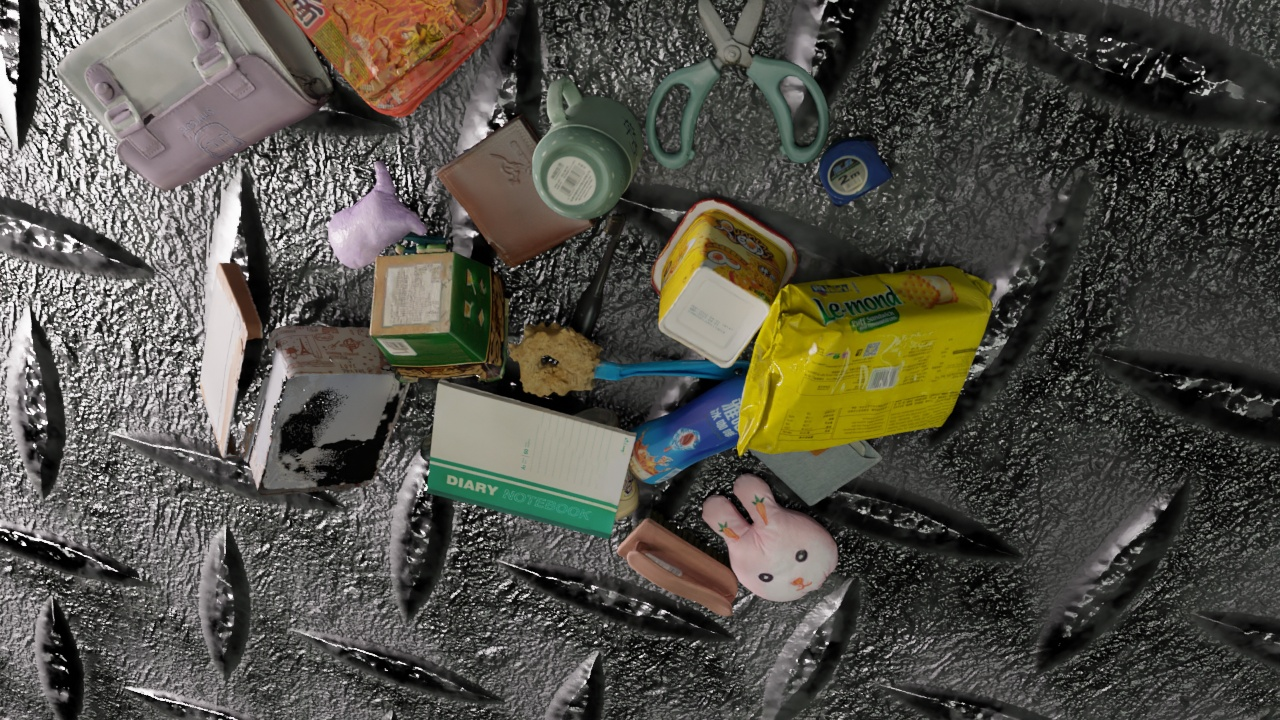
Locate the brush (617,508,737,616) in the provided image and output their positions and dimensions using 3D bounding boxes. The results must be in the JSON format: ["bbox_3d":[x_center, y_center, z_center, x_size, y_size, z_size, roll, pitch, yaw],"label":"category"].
[{"bbox_3d":[0.048,0.236,1.043,0.145,0.072,0.063,34,119,-12],"label":"brush"}]

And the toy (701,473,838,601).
[{"bbox_3d":[0.142,0.200,1.019,0.159,0.054,0.121,46,116,-7],"label":"toy"}]

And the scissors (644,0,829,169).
[{"bbox_3d":[0.093,-0.224,0.797,0.181,0.019,0.171,26,120,-4],"label":"scissors"}]

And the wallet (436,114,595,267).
[{"bbox_3d":[-0.116,-0.157,0.868,0.101,0.032,0.124,-27,112,21],"label":"wallet"}]

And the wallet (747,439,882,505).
[{"bbox_3d":[0.172,0.085,0.952,0.129,0.036,0.107,43,119,-15],"label":"wallet"}]

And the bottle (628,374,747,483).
[{"bbox_3d":[0.079,0.058,0.922,0.219,0.065,0.065,-31,110,33],"label":"bottle"}]

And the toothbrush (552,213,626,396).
[{"bbox_3d":[-0.053,-0.053,0.918,0.027,0.026,0.213,-4,130,-35],"label":"toothbrush"}]

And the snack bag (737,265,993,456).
[{"bbox_3d":[0.203,0.004,0.818,0.246,0.068,0.158,-8,126,-27],"label":"snack bag"}]

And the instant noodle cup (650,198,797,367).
[{"bbox_3d":[0.072,-0.066,0.832,0.116,0.123,0.116,30,121,-8],"label":"instant noodle cup"}]

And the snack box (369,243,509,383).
[{"bbox_3d":[-0.199,-0.045,0.875,0.118,0.105,0.117,-3,76,11],"label":"snack box"}]

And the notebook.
[{"bbox_3d":[-0.119,0.108,0.966,0.209,0.012,0.151,15,122,2],"label":"notebook"}]

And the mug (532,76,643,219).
[{"bbox_3d":[-0.051,-0.187,0.793,0.082,0.106,0.112,-16,115,19],"label":"mug"}]

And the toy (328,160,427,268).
[{"bbox_3d":[-0.268,-0.135,0.904,0.108,0.038,0.084,-30,90,28],"label":"toy"}]

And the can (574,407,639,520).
[{"bbox_3d":[-0.040,0.113,0.994,0.058,0.058,0.116,-8,118,14],"label":"can"}]

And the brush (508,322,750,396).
[{"bbox_3d":[-0.005,0.005,0.924,0.254,0.045,0.083,3,119,-8],"label":"brush"}]

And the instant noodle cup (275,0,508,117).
[{"bbox_3d":[-0.210,-0.320,0.761,0.165,0.078,0.189,-32,109,25],"label":"instant noodle cup"}]

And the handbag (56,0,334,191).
[{"bbox_3d":[-0.397,-0.254,0.829,0.197,0.098,0.145,-21,120,21],"label":"handbag"}]

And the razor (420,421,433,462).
[{"bbox_3d":[-0.162,0.119,1.025,0.167,0.062,0.068,32,150,-14],"label":"razor"}]

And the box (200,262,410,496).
[{"bbox_3d":[-0.365,0.020,0.992,0.157,0.197,0.181,-2,130,-38],"label":"box"}]

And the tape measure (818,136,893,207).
[{"bbox_3d":[0.186,-0.169,0.808,0.058,0.025,0.054,-29,109,20],"label":"tape measure"}]

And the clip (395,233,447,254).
[{"bbox_3d":[-0.220,-0.116,0.920,0.057,0.014,0.045,10,119,8],"label":"clip"}]
